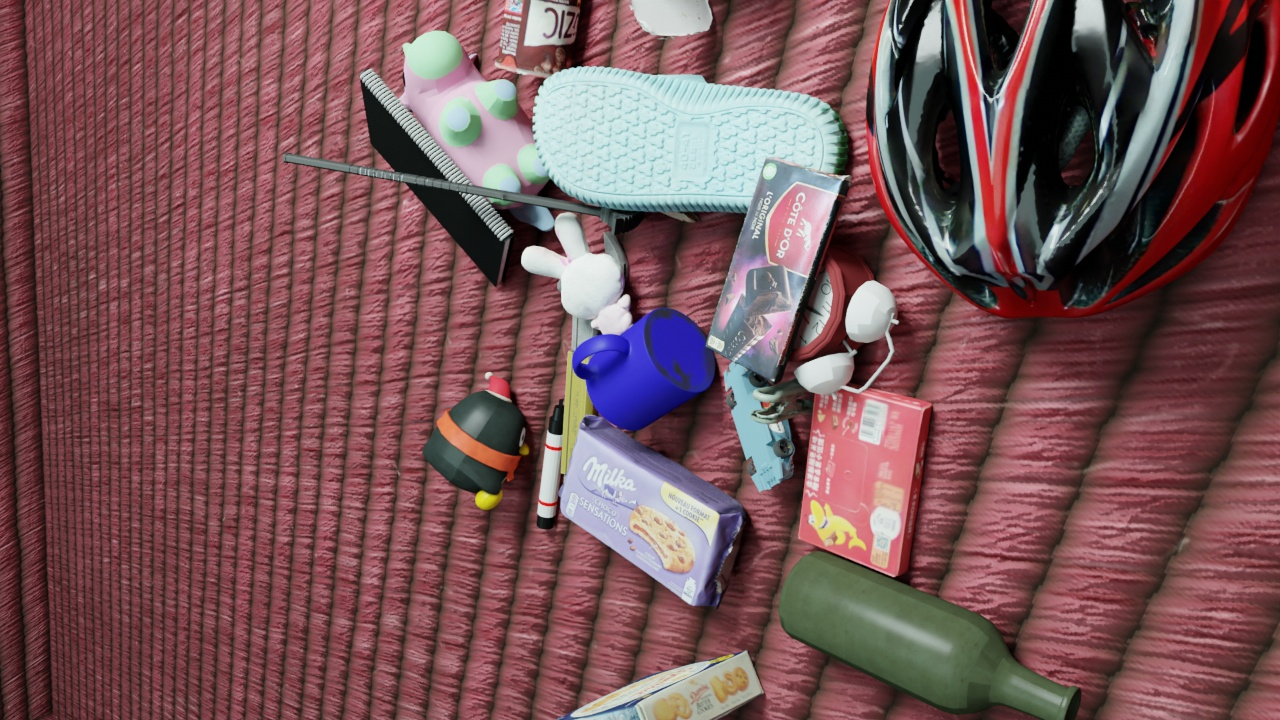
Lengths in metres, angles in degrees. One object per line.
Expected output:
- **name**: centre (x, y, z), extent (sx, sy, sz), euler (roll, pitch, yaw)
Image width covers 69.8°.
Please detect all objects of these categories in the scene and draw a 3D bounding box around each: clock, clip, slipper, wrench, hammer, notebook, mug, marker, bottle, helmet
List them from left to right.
- **notebook**: centre (-0.202, -0.174, 0.911), extent (0.206, 0.016, 0.149), euler (49, 163, 1)
- **hammer**: centre (-0.160, -0.150, 0.801), extent (0.325, 0.094, 0.015), euler (11, 109, 6)
- **marker**: centre (-0.091, 0.106, 0.950), extent (0.019, 0.019, 0.146), euler (24, 113, 39)
- **wrench**: centre (-0.053, 0.010, 0.896), extent (0.084, 0.018, 0.273), euler (14, 107, 37)
- **mug**: centre (-0.005, 0.005, 0.787), extent (0.084, 0.111, 0.079), euler (-35, 49, 42)
- **clip**: centre (0.027, -0.140, 0.790), extent (0.047, 0.025, 0.062), euler (-42, 71, 39)
- **slipper**: centre (0.036, -0.175, 0.744), extent (0.276, 0.069, 0.116), euler (11, 101, 25)
- **clip**: centre (0.112, 0.030, 0.703), extent (0.023, 0.076, 0.047), euler (15, 109, 41)
- **clock**: centre (0.132, -0.036, 0.681), extent (0.137, 0.048, 0.096), euler (53, 124, 33)
- **bottle**: centre (0.201, 0.202, 0.653), extent (0.207, 0.071, 0.071), euler (16, 108, 41)
- **helmet**: centre (0.230, -0.160, 0.516), extent (0.218, 0.166, 0.272), euler (3, 87, 40)

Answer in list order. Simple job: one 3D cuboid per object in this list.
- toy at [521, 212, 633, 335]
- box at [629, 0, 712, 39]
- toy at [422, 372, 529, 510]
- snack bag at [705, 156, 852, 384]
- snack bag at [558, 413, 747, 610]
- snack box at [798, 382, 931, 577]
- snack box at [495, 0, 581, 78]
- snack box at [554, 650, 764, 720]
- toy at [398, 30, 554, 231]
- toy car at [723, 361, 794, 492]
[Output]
- **toy**: centre (-0.048, -0.070, 0.838), extent (0.125, 0.037, 0.076), euler (48, 121, -1)
- **box**: centre (0.035, -0.297, 0.696), extent (0.103, 0.109, 0.130), euler (31, 116, 37)
- **toy**: centre (-0.166, 0.080, 0.970), extent (0.119, 0.099, 0.097), euler (-57, 12, 7)
- **snack bag**: centre (0.098, -0.066, 0.670), extent (0.075, 0.018, 0.155), euler (29, 108, 43)
- **snack bag**: centre (0.007, 0.131, 0.834), extent (0.205, 0.058, 0.096), euler (29, 114, 37)
- **snack box**: centre (0.168, 0.087, 0.697), extent (0.089, 0.021, 0.133), euler (16, 109, 41)
- **snack box**: centre (-0.088, -0.322, 0.834), extent (0.072, 0.072, 0.121), euler (28, 115, 37)
- **snack box**: centre (0.009, 0.307, 0.805), extent (0.145, 0.144, 0.042), euler (-32, 72, 41)
- **toy**: centre (-0.160, -0.223, 0.902), extent (0.222, 0.120, 0.171), euler (58, 167, -17)
- **toy car**: centre (0.101, 0.049, 0.747), extent (0.060, 0.027, 0.107), euler (127, 132, -60)
